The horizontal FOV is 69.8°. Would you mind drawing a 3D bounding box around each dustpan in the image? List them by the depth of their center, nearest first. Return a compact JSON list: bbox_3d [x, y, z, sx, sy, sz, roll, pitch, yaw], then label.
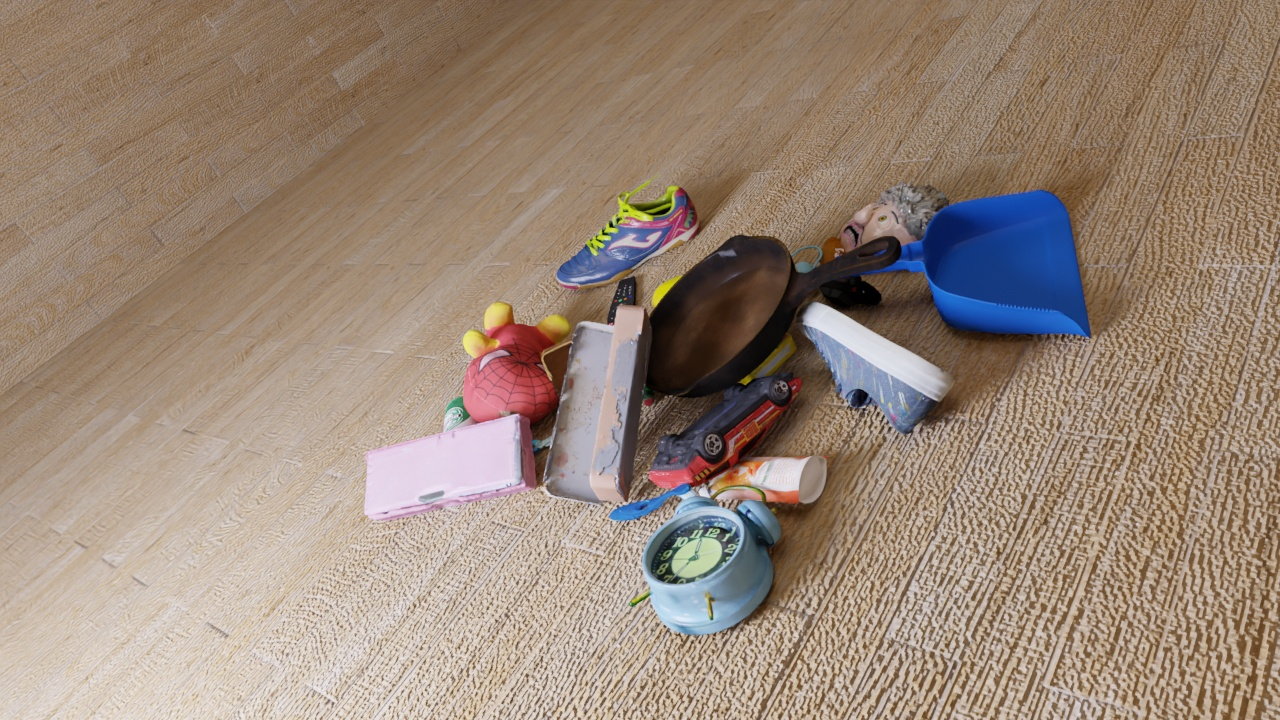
[{"bbox_3d":[0.343,-0.103,1.019,0.258,0.059,0.244,-7,37,24],"label":"dustpan"}]

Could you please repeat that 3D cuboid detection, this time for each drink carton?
[{"bbox_3d":[0.120,0.118,0.918,0.122,0.039,0.069,-5,32,44],"label":"drink carton"}]

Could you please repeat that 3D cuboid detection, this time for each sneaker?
[{"bbox_3d":[0.225,0.003,0.963,0.079,0.087,0.235,-61,28,7],"label":"sneaker"},{"bbox_3d":[-0.031,-0.196,1.422,0.242,0.091,0.116,-27,34,3],"label":"sneaker"}]

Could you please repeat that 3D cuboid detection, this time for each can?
[{"bbox_3d":[-0.231,0.090,1.200,0.053,0.053,0.101,-24,32,6],"label":"can"}]

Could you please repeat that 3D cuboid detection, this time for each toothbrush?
[{"bbox_3d":[0.011,0.147,0.940,0.133,0.016,0.021,-29,30,46],"label":"toothbrush"}]

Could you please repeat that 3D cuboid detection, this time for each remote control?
[{"bbox_3d":[-0.025,-0.083,1.332,0.039,0.010,0.124,-16,34,18],"label":"remote control"}]

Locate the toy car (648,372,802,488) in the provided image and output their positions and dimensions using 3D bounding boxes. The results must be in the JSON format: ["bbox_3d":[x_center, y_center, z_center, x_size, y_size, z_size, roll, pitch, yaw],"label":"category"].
[{"bbox_3d":[0.092,0.071,0.970,0.188,0.056,0.082,-38,15,-31],"label":"toy car"}]

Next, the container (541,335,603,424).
[{"bbox_3d":[-0.079,0.024,1.131,0.063,0.114,0.061,-25,18,-9],"label":"container"}]

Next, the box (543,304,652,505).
[{"bbox_3d":[-0.037,0.045,1.011,0.108,0.095,0.215,130,152,-63],"label":"box"}]

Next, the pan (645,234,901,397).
[{"bbox_3d":[0.137,-0.061,1.026,0.357,0.043,0.248,-19,39,43],"label":"pan"}]

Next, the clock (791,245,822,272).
[{"bbox_3d":[0.182,-0.105,1.166,0.123,0.042,0.087,-45,32,-10],"label":"clock"}]

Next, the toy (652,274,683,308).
[{"bbox_3d":[0.060,-0.090,1.250,0.094,0.041,0.095,-32,31,-16],"label":"toy"}]

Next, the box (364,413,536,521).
[{"bbox_3d":[-0.238,0.131,1.115,0.233,0.046,0.098,-13,74,22],"label":"box"}]

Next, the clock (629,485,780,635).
[{"bbox_3d":[0.066,0.177,0.846,0.118,0.060,0.161,-4,35,36],"label":"clock"}]

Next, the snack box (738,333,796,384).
[{"bbox_3d":[0.111,-0.016,1.119,0.075,0.025,0.152,-42,34,-20],"label":"snack box"}]

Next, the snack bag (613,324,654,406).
[{"bbox_3d":[-0.007,0.007,1.169,0.087,0.044,0.155,-31,36,6],"label":"snack bag"}]

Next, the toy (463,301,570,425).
[{"bbox_3d":[-0.164,0.012,1.216,0.147,0.099,0.215,8,37,-3],"label":"toy"}]

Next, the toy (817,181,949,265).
[{"bbox_3d":[0.299,-0.164,1.148,0.176,0.076,0.132,-30,30,15],"label":"toy"}]

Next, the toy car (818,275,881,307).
[{"bbox_3d":[0.246,-0.083,1.100,0.092,0.042,0.036,28,87,53],"label":"toy car"}]

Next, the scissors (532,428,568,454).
[{"bbox_3d":[-0.125,0.112,1.132,0.134,0.015,0.103,-10,32,20],"label":"scissors"}]
